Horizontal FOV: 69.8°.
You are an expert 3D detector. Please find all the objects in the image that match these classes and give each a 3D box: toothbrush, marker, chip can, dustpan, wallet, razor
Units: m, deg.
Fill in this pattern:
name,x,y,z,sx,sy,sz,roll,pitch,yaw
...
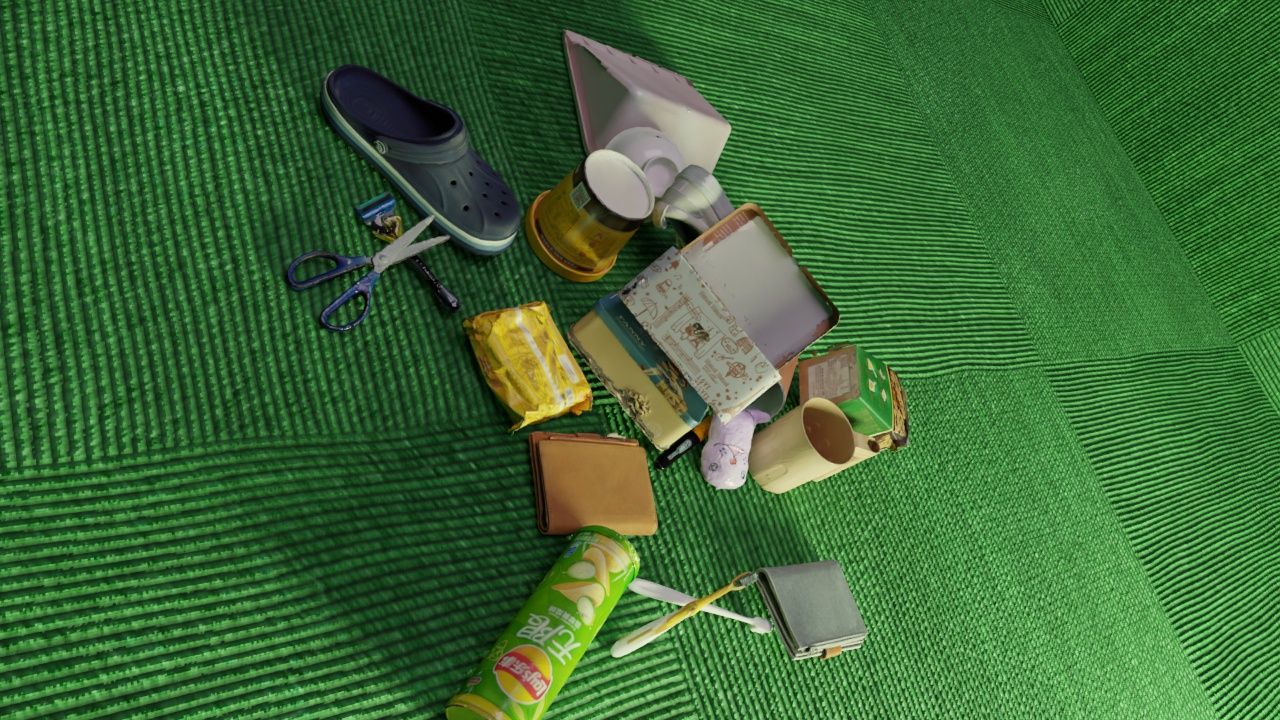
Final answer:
name,x,y,z,sx,sy,sz,roll,pitch,yaw
toothbrush,0.061,0.252,0.941,0.180,0.016,0.016,24,49,-23
toothbrush,0.048,0.250,0.911,0.190,0.018,0.016,-18,82,-35
marker,0.055,0.091,1.034,0.018,0.015,0.123,53,44,4
chip can,-0.077,0.236,0.798,0.072,0.073,0.220,46,44,-6
dustpan,-0.002,-0.312,1.245,0.222,0.139,0.273,11,29,-31
wallet,-0.047,0.123,0.922,0.131,0.031,0.107,8,61,-37
razor,-0.228,-0.103,0.922,0.042,0.022,0.142,-40,91,-31
wallet,0.189,0.276,1.013,0.129,0.037,0.106,6,54,-42

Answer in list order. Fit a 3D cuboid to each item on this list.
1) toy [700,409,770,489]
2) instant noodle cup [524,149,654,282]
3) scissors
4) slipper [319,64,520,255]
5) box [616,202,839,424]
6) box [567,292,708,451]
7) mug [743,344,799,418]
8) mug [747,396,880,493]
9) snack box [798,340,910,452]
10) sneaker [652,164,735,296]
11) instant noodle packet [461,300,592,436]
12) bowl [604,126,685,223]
name,x,y,z,sx,sy,sz,roll,pitch,yaw
toy,0.103,0.096,1.043,0.083,0.039,0.107,23,71,-22
instant noodle cup,-0.053,-0.167,1.038,0.118,0.115,0.118,19,54,-28
scissors,-0.251,-0.085,0.883,0.170,0.012,0.140,-3,71,-30
slipper,-0.217,-0.223,0.958,0.253,0.095,0.104,41,48,-6
box,0.103,-0.059,0.975,0.226,0.157,0.180,-37,88,-11
box,-0.006,0.006,0.989,0.184,0.059,0.089,52,17,-4
mug,0.156,0.008,1.129,0.078,0.078,0.122,45,40,-7
mug,0.200,0.106,1.078,0.124,0.104,0.084,18,54,-30
snack box,0.251,0.050,1.126,0.105,0.118,0.117,40,42,-40
sneaker,0.094,-0.122,1.127,0.090,0.089,0.242,-48,130,-10
instant noodle packet,-0.114,0.007,0.932,0.110,0.044,0.128,-18,78,-45
bowl,0.013,-0.224,1.119,0.118,0.065,0.118,-6,106,-22
